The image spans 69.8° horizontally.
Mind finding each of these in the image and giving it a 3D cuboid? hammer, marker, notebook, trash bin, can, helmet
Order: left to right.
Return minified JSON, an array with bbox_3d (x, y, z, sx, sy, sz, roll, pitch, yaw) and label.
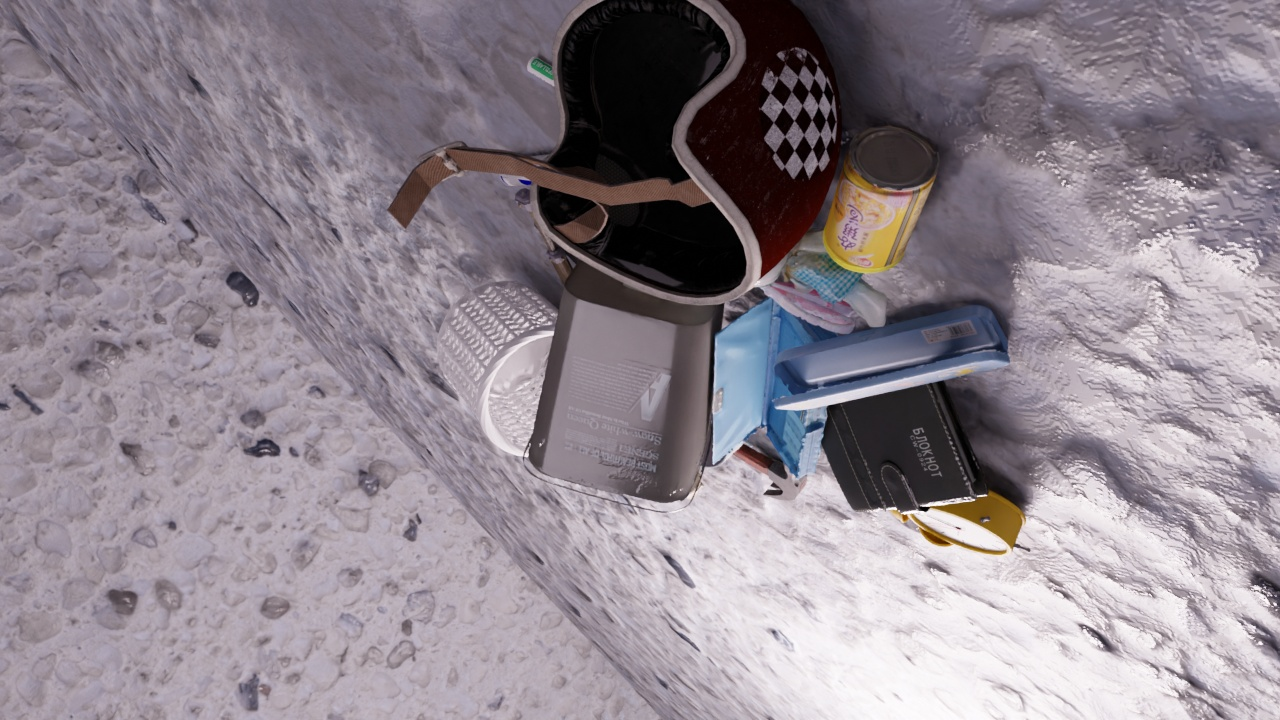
[{"bbox_3d":[-0.129,-0.221,1.067,0.095,0.032,0.032,11,141,51],"label":"can"},{"bbox_3d":[-0.092,-0.102,1.194,0.147,0.028,0.317,32,159,39],"label":"hammer"},{"bbox_3d":[-0.052,-0.259,0.902,0.145,0.017,0.017,35,155,18],"label":"marker"},{"bbox_3d":[-0.006,0.006,0.984,0.197,0.196,0.221,14,124,7],"label":"trash bin"},{"bbox_3d":[0.017,-0.157,0.667,0.234,0.253,0.234,38,156,-28],"label":"helmet"},{"bbox_3d":[0.096,0.100,1.264,0.301,0.028,0.111,29,152,29],"label":"hammer"},{"bbox_3d":[0.182,-0.122,0.705,0.068,0.067,0.105,35,155,18],"label":"can"},{"bbox_3d":[0.244,0.073,0.919,0.169,0.029,0.209,68,159,5],"label":"notebook"}]

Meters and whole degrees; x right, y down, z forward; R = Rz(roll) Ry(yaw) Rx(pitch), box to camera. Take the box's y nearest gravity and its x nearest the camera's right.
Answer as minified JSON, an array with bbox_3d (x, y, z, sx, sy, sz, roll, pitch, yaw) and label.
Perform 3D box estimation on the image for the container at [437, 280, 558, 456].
[{"bbox_3d":[-0.163,0.007,1.262,0.187,0.189,0.189,40,163,52],"label":"container"}]

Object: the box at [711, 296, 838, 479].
[{"bbox_3d":[0.130,0.043,0.961,0.094,0.110,0.232,57,162,35],"label":"box"}]

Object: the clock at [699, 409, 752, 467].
[{"bbox_3d":[0.070,0.075,1.200,0.160,0.045,0.122,7,122,48],"label":"clock"}]

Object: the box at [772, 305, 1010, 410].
[{"bbox_3d":[0.213,0.015,0.808,0.211,0.063,0.069,-14,132,38],"label":"box"}]

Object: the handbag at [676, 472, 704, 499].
[{"bbox_3d":[-0.036,0.124,1.362,0.229,0.131,0.184,47,166,-23],"label":"handbag"}]

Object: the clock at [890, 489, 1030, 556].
[{"bbox_3d":[0.325,0.161,0.958,0.113,0.052,0.152,36,162,-25],"label":"clock"}]

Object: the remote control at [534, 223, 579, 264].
[{"bbox_3d":[-0.085,-0.141,1.160,0.124,0.009,0.047,43,157,-1],"label":"remote control"}]

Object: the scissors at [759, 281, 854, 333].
[{"bbox_3d":[0.115,-0.063,0.831,0.179,0.016,0.108,19,-158,-7],"label":"scissors"}]

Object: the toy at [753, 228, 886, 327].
[{"bbox_3d":[0.127,-0.090,0.805,0.205,0.105,0.131,41,160,7],"label":"toy"}]
